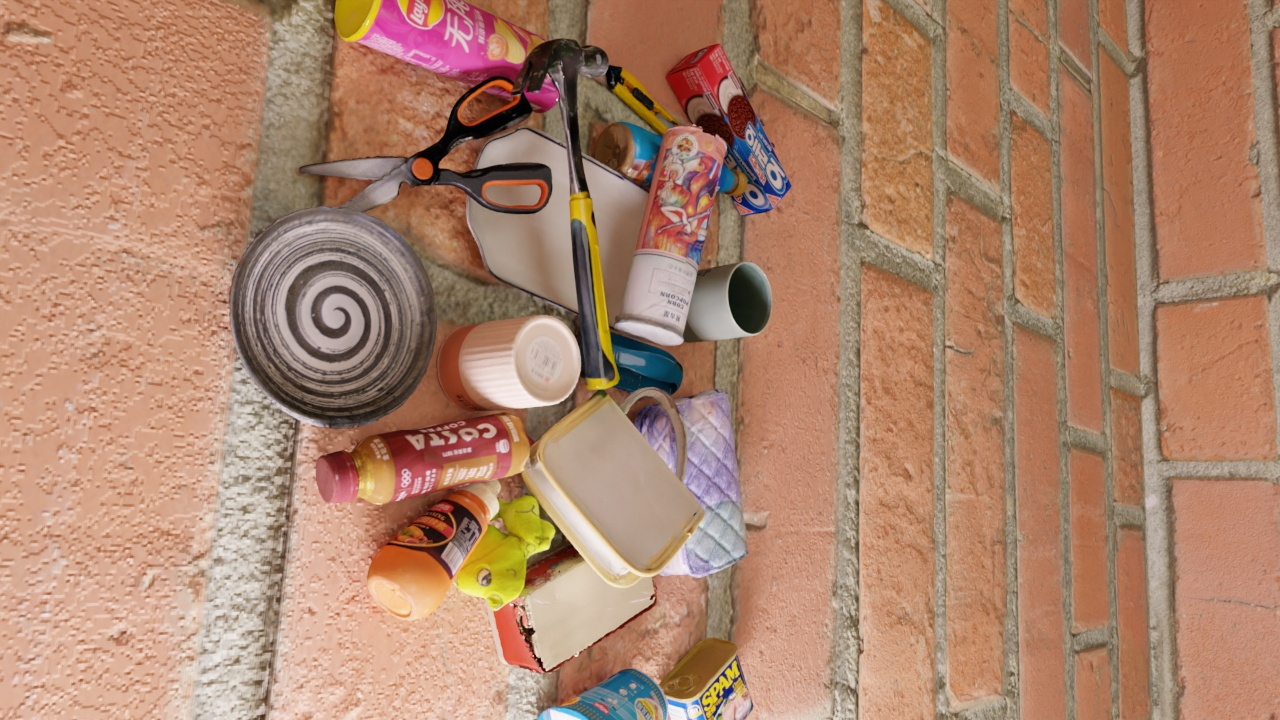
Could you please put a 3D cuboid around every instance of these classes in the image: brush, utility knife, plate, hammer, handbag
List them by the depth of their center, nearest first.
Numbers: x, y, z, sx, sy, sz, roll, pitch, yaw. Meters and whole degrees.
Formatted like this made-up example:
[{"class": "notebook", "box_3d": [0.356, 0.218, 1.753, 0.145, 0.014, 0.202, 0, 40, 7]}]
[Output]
[{"class": "plate", "box_3d": [-0.246, -0.034, 0.744, 0.179, 0.024, 0.179, 4, 84, -45]}, {"class": "hammer", "box_3d": [-0.057, -0.132, 0.855, 0.125, 0.032, 0.323, -21, 107, -58]}, {"class": "handbag", "box_3d": [-0.010, 0.108, 0.887, 0.163, 0.063, 0.178, 50, 51, 0]}, {"class": "plate", "box_3d": [-0.067, -0.124, 0.924, 0.265, 0.034, 0.162, 21, 73, -39]}, {"class": "brush", "box_3d": [-0.006, 0.006, 0.957, 0.143, 0.074, 0.055, 19, 80, -44]}, {"class": "handbag", "box_3d": [0.057, 0.133, 1.009, 0.134, 0.076, 0.194, -8, 93, -49]}, {"class": "utility knife", "box_3d": [0.018, -0.285, 1.056, 0.167, 0.015, 0.033, 31, 67, -40]}]

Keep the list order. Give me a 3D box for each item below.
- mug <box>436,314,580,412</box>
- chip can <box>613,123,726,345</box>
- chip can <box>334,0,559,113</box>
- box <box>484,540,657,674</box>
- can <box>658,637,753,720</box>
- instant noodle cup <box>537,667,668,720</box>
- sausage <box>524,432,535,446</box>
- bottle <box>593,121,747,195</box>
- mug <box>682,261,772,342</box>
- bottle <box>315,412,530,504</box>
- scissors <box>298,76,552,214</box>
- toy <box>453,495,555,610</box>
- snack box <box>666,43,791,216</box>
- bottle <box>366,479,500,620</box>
[{"class": "mug", "box_3d": [-0.106, 0.002, 0.829, 0.114, 0.106, 0.081, -6, 90, -46]}, {"class": "chip can", "box_3d": [0.032, -0.127, 0.934, 0.071, 0.071, 0.214, 24, 75, -42]}, {"class": "chip can", "box_3d": [-0.163, -0.288, 0.828, 0.210, 0.072, 0.071, 8, 80, -46]}, {"class": "box", "box_3d": [-0.057, 0.223, 0.877, 0.167, 0.077, 0.091, -19, 99, -46]}, {"class": "can", "box_3d": [0.075, 0.372, 1.014, 0.101, 0.057, 0.083, -33, 112, -43]}, {"class": "instant noodle cup", "box_3d": [-0.030, 0.355, 0.886, 0.109, 0.099, 0.099, -18, 99, -54]}, {"class": "sausage", "box_3d": [-0.083, 0.115, 0.904, 0.156, 0.020, 0.020, 48, 54, -31]}, {"class": "bottle", "box_3d": [0.045, -0.218, 1.040, 0.218, 0.065, 0.065, 2, 84, -46]}, {"class": "mug", "box_3d": [0.090, -0.070, 1.041, 0.111, 0.107, 0.082, -36, 110, -42]}, {"class": "bottle", "box_3d": [-0.180, 0.084, 0.770, 0.174, 0.058, 0.057, -9, 92, -38]}, {"class": "scissors", "box_3d": [-0.178, -0.180, 0.799, 0.226, 0.022, 0.198, 14, 82, -31]}, {"class": "toy", "box_3d": [-0.125, 0.169, 0.823, 0.100, 0.096, 0.031, -29, 146, -15]}, {"class": "snack box", "box_3d": [0.112, -0.278, 1.124, 0.058, 0.057, 0.207, -51, 122, -33]}, {"class": "bottle", "box_3d": [-0.167, 0.151, 0.786, 0.149, 0.067, 0.067, -51, 121, -45]}]
